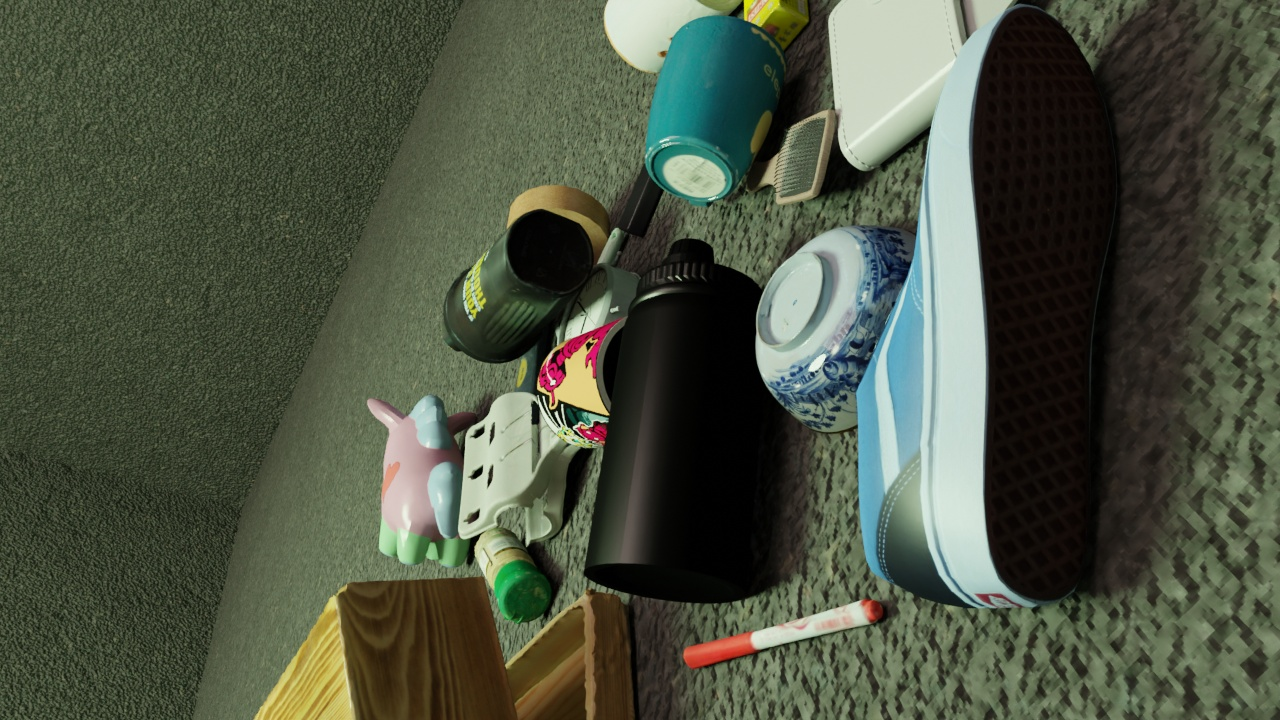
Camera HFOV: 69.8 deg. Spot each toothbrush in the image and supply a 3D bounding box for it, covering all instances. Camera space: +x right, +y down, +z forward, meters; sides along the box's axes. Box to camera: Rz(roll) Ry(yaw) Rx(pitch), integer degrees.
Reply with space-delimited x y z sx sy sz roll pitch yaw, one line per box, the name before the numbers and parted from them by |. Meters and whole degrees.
toothbrush | -0.049 -0.048 0.824 0.022 0.015 0.155 31 103 30

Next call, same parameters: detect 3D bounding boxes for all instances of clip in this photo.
clip | -0.078 0.079 0.757 0.152 0.101 0.126 -27 41 16

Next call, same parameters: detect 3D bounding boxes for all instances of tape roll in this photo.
tape roll | -0.075 -0.117 0.836 0.094 0.094 0.027 -41 36 46

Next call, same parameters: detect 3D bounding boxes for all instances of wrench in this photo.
wrench | -0.104 -0.010 0.901 0.074 0.022 0.272 -33 41 42

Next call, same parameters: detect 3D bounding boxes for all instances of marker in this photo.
marker | 0.065 0.135 0.449 0.143 0.012 0.012 -37 40 49

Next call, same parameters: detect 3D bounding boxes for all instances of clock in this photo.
clock | -0.040 -0.028 0.765 0.123 0.035 0.094 -45 33 41

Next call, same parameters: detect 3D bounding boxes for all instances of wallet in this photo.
wallet | 0.151 -0.179 0.486 0.116 0.037 0.118 -37 43 50

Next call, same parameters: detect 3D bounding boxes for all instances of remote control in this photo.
remote control | 0.017 -0.172 0.784 0.136 0.015 0.032 -67 24 5

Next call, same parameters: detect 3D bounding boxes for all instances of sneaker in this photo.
sneaker | 0.123 -0.025 0.372 0.098 0.083 0.241 -17 59 60

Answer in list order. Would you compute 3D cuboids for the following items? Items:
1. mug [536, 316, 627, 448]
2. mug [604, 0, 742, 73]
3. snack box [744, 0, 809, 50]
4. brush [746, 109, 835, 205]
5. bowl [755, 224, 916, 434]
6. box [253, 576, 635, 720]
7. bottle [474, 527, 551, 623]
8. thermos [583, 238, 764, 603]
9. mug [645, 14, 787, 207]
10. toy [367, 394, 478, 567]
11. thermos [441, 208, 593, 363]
mug | -0.004 0.004 0.629 0.117 0.082 0.098 -49 15 -25
mug | 0.029 -0.308 0.786 0.106 0.082 0.082 -23 51 57
snack box | 0.100 -0.292 0.689 0.040 0.029 0.147 -41 36 46
brush | 0.085 -0.121 0.570 0.136 0.015 0.050 -157 77 -78
bowl | 0.093 -0.023 0.473 0.115 0.045 0.114 -45 34 42
box | -0.124 0.308 0.563 0.280 0.191 0.251 -50 45 36
bottle | -0.105 0.170 0.739 0.043 0.043 0.111 -68 23 2
thermos | 0.026 0.029 0.523 0.086 0.086 0.198 -31 45 54
mug | 0.048 -0.157 0.632 0.112 0.084 0.104 81 -157 -60
toy | -0.217 0.118 0.941 0.223 0.120 0.171 -11 71 63
thermos | -0.107 -0.059 0.791 0.221 0.098 0.098 150 136 -64
